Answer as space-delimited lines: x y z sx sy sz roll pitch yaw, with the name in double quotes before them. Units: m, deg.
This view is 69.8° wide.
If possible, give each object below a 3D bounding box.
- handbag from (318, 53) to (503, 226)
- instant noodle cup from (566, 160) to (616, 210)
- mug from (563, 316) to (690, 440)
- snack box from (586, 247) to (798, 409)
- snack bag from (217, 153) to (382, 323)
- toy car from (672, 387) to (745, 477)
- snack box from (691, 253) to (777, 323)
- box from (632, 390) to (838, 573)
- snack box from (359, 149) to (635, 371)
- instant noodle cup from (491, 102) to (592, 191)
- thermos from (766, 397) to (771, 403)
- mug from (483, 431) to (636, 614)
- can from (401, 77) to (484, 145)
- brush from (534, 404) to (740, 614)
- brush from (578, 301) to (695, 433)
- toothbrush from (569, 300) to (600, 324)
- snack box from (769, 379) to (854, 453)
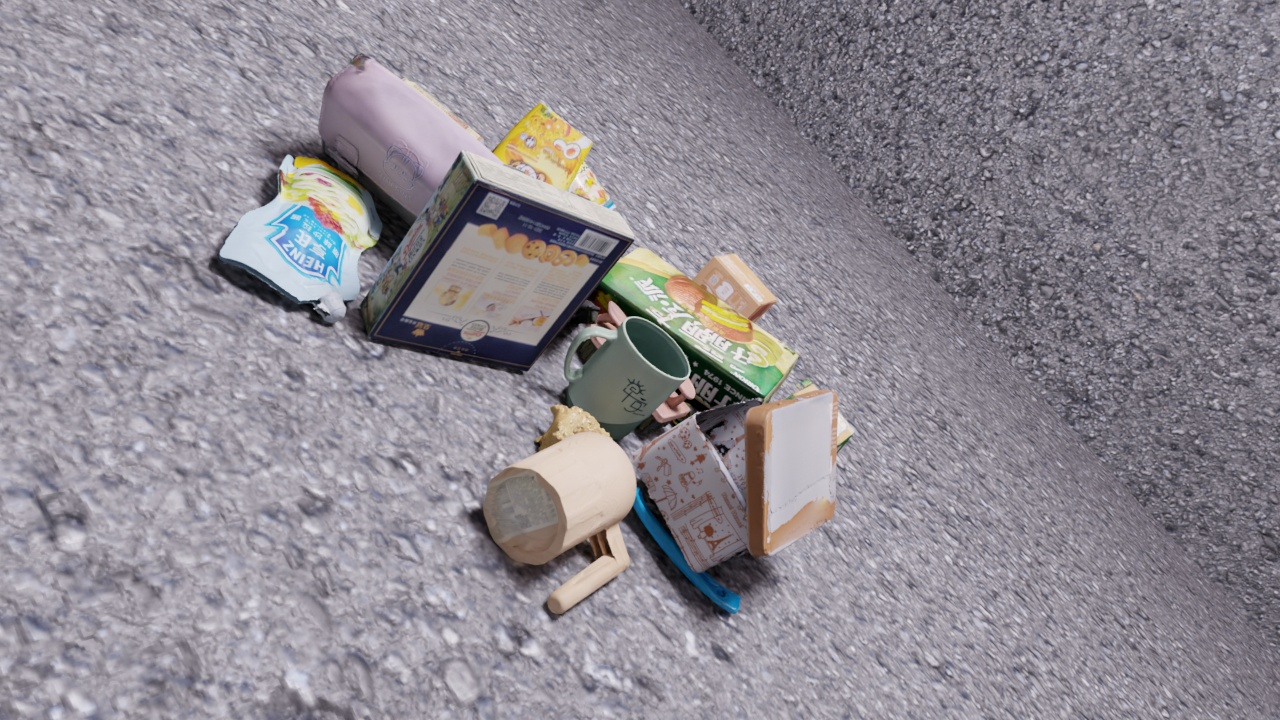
"handbag" -0.215 -0.188 0.897 0.197 0.145 0.098 40 68 -4
"instant noodle cup" -0.093 -0.217 1.184 0.110 0.099 0.099 49 25 -8
"mug" -0.027 0.015 0.906 0.111 0.107 0.082 32 29 -25
"snack box" 0.057 -0.029 1.068 0.240 0.063 0.114 36 38 11
"snack bag" -0.286 -0.110 0.801 0.110 0.039 0.190 43 24 -28
"toy car" 0.088 0.083 1.041 0.156 0.041 0.071 37 21 16
"snack box" 0.117 -0.083 1.274 0.093 0.095 0.076 49 26 11
"box" 0.118 0.102 0.863 0.148 0.158 0.181 59 25 12
"snack box" -0.126 -0.078 0.814 0.177 0.183 0.045 14 37 -45
"instant noodle cup" -0.126 -0.226 1.070 0.116 0.123 0.116 36 3 -16
"thermos" 0.093 -0.014 1.178 0.087 0.067 0.198 31 23 -58
"mug" -0.058 0.129 0.739 0.103 0.084 0.124 -19 92 -60
"can" -0.244 -0.272 1.076 0.116 0.059 0.058 38 26 -12
"brush" 0.000 0.140 0.846 0.254 0.046 0.083 47 22 -4
"brush" -0.006 0.006 0.991 0.145 0.073 0.063 50 27 17
"toothbrush" -0.057 -0.049 0.938 0.026 0.027 0.213 7 2 -9
"snack box" 0.187 0.096 1.095 0.117 0.106 0.118 50 27 12
